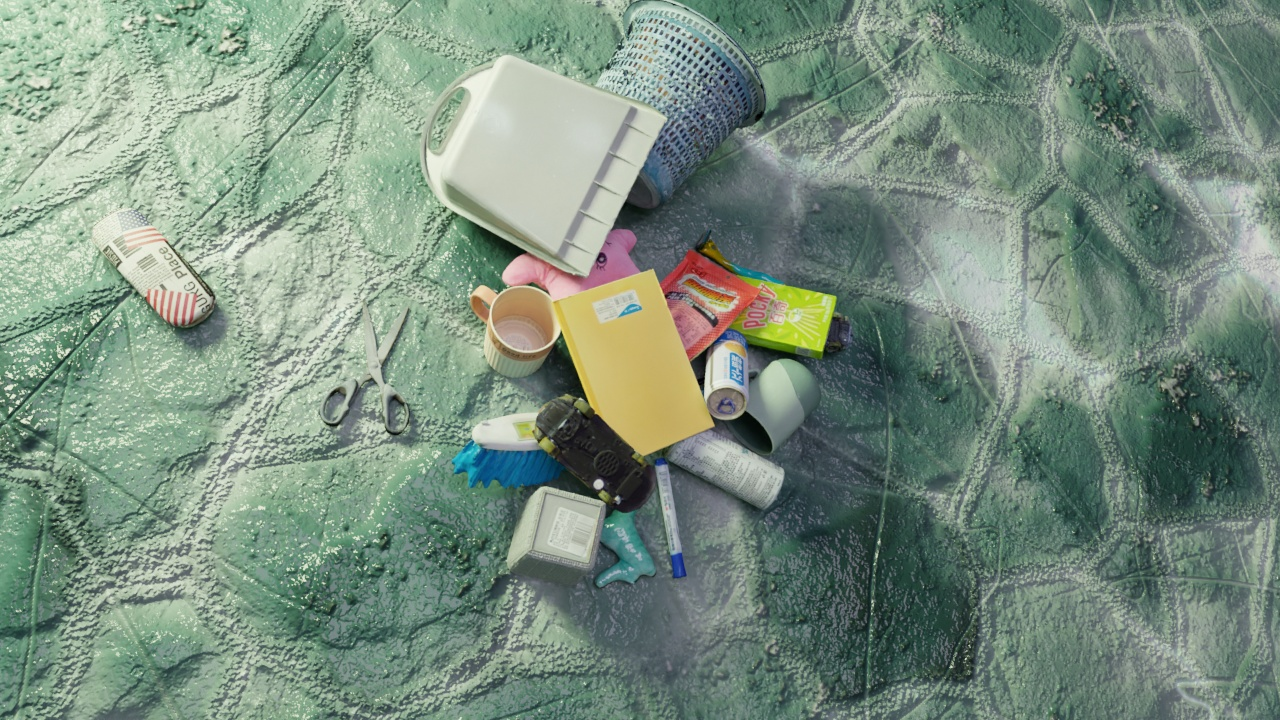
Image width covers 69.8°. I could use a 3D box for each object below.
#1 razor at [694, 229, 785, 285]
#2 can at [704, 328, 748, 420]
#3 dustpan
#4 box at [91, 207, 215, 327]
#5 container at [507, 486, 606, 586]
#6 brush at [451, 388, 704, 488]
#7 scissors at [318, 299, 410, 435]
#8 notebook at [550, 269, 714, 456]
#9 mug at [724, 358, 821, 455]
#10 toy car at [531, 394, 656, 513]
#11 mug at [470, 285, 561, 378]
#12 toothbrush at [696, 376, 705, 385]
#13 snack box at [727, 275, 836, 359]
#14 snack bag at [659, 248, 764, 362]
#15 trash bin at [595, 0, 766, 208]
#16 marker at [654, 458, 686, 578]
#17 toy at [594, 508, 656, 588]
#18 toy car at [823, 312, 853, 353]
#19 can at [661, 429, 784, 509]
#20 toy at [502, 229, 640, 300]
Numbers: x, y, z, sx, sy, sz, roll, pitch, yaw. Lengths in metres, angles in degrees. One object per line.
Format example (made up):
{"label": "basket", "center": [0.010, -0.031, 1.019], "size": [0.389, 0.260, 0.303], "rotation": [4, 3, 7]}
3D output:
{"label": "razor", "center": [0.136, -0.130, 1.247], "size": [0.132, 0.028, 0.043], "rotation": [29, 36, -1]}
{"label": "can", "center": [0.107, 0.016, 1.138], "size": [0.053, 0.053, 0.134], "rotation": [21, 32, -7]}
{"label": "dustpan", "center": [-0.141, -0.255, 1.128], "size": [0.257, 0.143, 0.222], "rotation": [27, 89, -12]}
{"label": "box", "center": [-0.556, -0.104, 1.053], "size": [0.164, 0.056, 0.070], "rotation": [49, 52, 3]}
{"label": "container", "center": [-0.092, 0.196, 1.028], "size": [0.090, 0.114, 0.090], "rotation": [15, 68, -9]}
{"label": "brush", "center": [-0.061, 0.085, 1.085], "size": [0.313, 0.110, 0.060], "rotation": [-3, 46, -33]}
{"label": "scissors", "center": [-0.316, 0.012, 1.088], "size": [0.177, 0.014, 0.159], "rotation": [-41, 85, -24]}
{"label": "notebook", "center": [-0.006, 0.006, 1.082], "size": [0.145, 0.010, 0.206], "rotation": [-21, 88, -28]}
{"label": "mug", "center": [0.160, 0.049, 1.171], "size": [0.112, 0.082, 0.106], "rotation": [33, 63, 32]}
{"label": "toy car", "center": [-0.050, 0.105, 1.018], "size": [0.158, 0.042, 0.070], "rotation": [45, 80, -11]}
{"label": "mug", "center": [-0.156, -0.041, 1.097], "size": [0.114, 0.106, 0.081], "rotation": [38, 66, 0]}
{"label": "toothbrush", "center": [0.057, 0.032, 1.180], "size": [0.188, 0.014, 0.016], "rotation": [-19, 53, -21]}
{"label": "snack box", "center": [0.171, -0.059, 1.204], "size": [0.156, 0.026, 0.085], "rotation": [14, 66, 14]}
{"label": "snack bag", "center": [0.050, -0.053, 1.173], "size": [0.129, 0.073, 0.207], "rotation": [30, 62, 30]}
{"label": "trash bin", "center": [0.017, -0.317, 1.195], "size": [0.226, 0.227, 0.195], "rotation": [36, 79, -1]}
{"label": "marker", "center": [0.036, 0.191, 1.117], "size": [0.017, 0.017, 0.145], "rotation": [-5, 73, -16]}
{"label": "toy", "center": [-0.021, 0.224, 1.085], "size": [0.096, 0.030, 0.092], "rotation": [-29, 79, -16]}
{"label": "toy car", "center": [0.225, -0.043, 1.234], "size": [0.120, 0.037, 0.054], "rotation": [11, 65, -2]}
{"label": "can", "center": [0.103, 0.127, 1.134], "size": [0.146, 0.058, 0.058], "rotation": [28, 67, -4]}
{"label": "toy", "center": [-0.072, -0.111, 1.155], "size": [0.194, 0.075, 0.178], "rotation": [11, 50, -6]}
